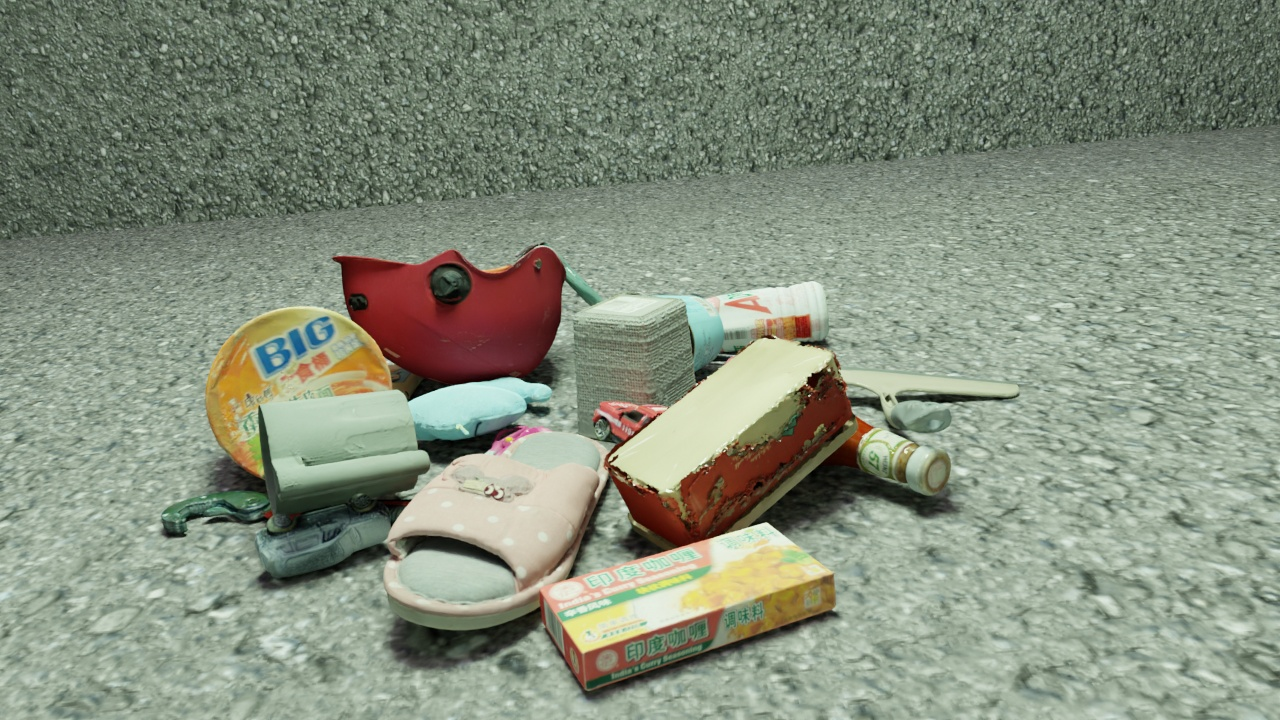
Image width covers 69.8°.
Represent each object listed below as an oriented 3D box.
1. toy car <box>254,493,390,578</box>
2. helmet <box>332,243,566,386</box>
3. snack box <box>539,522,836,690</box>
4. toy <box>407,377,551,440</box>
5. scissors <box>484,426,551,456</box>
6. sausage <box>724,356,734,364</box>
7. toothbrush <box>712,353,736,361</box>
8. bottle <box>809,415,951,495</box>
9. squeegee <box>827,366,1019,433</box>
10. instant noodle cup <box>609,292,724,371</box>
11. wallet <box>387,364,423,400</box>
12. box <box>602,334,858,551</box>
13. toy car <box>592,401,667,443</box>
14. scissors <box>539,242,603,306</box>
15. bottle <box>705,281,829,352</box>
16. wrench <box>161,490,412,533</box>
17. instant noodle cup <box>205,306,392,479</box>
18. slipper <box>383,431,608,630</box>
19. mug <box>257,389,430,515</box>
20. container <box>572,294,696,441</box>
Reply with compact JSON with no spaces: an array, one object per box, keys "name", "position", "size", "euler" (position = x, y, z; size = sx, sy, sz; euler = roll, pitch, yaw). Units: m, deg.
[{"name":"toy car","position":[-0.218,0.123,0.636],"size":[0.090,0.043,0.034],"euler":[-14,46,-17]},{"name":"helmet","position":[-0.194,-0.041,0.959],"size":[0.239,0.144,0.207],"euler":[-2,0,-20]},{"name":"snack box","position":[0.027,0.139,0.533],"size":[0.155,0.027,0.077],"euler":[-12,17,-21]},{"name":"toy","position":[-0.155,0.045,0.853],"size":[0.161,0.050,0.156],"euler":[-9,7,-18]},{"name":"scissors","position":[-0.134,0.084,0.782],"size":[0.063,0.017,0.134],"euler":[10,26,40]},{"name":"sausage","position":[0.082,0.025,0.898],"size":[0.020,0.020,0.155],"euler":[0,18,16]},{"name":"toothbrush","position":[0.082,-0.004,0.997],"size":[0.181,0.016,0.018],"euler":[2,13,20]},{"name":"bottle","position":[0.144,0.057,0.710],"size":[0.059,0.060,0.206],"euler":[-17,21,-32]},{"name":"squeegee","position":[0.212,0.037,0.735],"size":[0.246,0.039,0.246],"euler":[5,5,5]},{"name":"instant noodle cup","position":[0.024,-0.021,0.938],"size":[0.111,0.111,0.120],"euler":[6,12,32]},{"name":"wallet","position":[-0.285,0.029,0.991],"size":[0.087,0.024,0.115],"euler":[0,19,0]},{"name":"box","position":[0.063,0.050,0.635],"size":[0.168,0.079,0.091],"euler":[-37,30,-23]},{"name":"toy car","position":[0.012,0.059,0.733],"size":[0.052,0.045,0.121],"euler":[5,13,-45]},{"name":"scissors","position":[-0.053,-0.074,1.081],"size":[0.019,0.173,0.170],"euler":[-46,-5,4]},{"name":"bottle","position":[0.109,-0.043,1.036],"size":[0.197,0.068,0.068],"euler":[-8,17,4]},{"name":"wrench","position":[-0.239,0.116,0.703],"size":[0.274,0.016,0.056],"euler":[-1,17,12]},{"name":"instant noodle cup","position":[-0.309,0.027,0.812],"size":[0.151,0.151,0.112],"euler":[-15,12,-29]},{"name":"slipper","position":[-0.085,0.095,0.633],"size":[0.114,0.054,0.273],"euler":[10,18,12]},{"name":"mug","position":[-0.218,0.070,0.671],"size":[0.103,0.084,0.124],"euler":[-8,12,-27]},{"name":"container","position":[-0.005,0.005,0.825],"size":[0.090,0.114,0.090],"euler":[6,21,31]}]
